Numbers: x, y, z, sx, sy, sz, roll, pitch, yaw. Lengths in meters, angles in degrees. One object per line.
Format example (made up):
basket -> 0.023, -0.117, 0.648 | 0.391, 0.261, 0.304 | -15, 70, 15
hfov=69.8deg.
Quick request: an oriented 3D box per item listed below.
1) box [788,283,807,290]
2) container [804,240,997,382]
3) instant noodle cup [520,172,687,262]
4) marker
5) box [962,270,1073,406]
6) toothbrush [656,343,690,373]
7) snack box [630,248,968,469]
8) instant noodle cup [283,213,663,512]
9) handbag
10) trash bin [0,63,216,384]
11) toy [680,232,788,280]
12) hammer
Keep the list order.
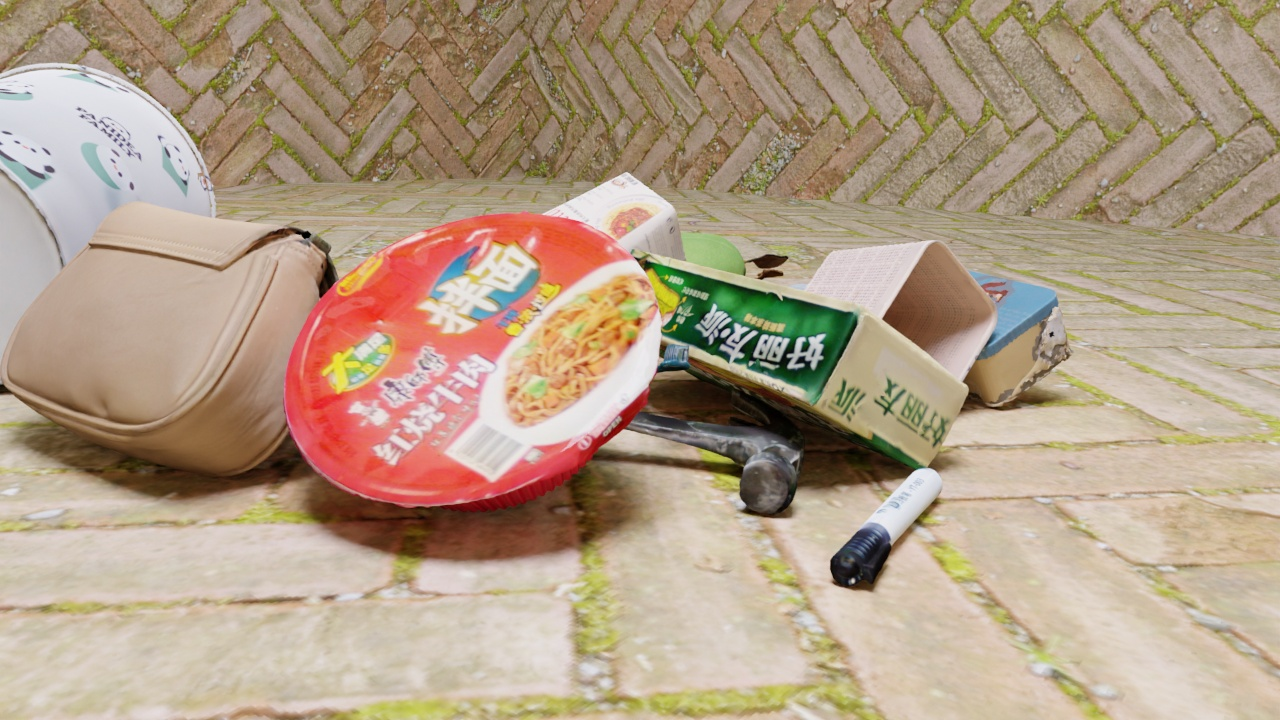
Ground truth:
box -> 0.218, -0.046, 0.916 | 0.201, 0.038, 0.157 | 9, 15, 29
container -> 0.175, -0.029, 0.666 | 0.090, 0.090, 0.111 | 41, -14, -26
instant noodle cup -> -0.033, -0.094, 0.813 | 0.124, 0.117, 0.116 | -37, 53, -15
marker -> 0.125, 0.079, 0.450 | 0.023, 0.018, 0.130 | 20, 22, 29
box -> 0.246, -0.028, 0.740 | 0.089, 0.059, 0.184 | -34, 28, -15
toothbrush -> -0.004, 0.004, 0.627 | 0.016, 0.018, 0.192 | 10, -6, -18
snack box -> 0.081, -0.008, 0.602 | 0.114, 0.063, 0.240 | 29, -4, -35
instant noodle cup -> -0.081, 0.009, 0.481 | 0.194, 0.066, 0.193 | -6, 49, 6
handbag -> -0.266, -0.014, 0.533 | 0.205, 0.147, 0.100 | 13, -19, 31
trash bin -> -0.484, -0.103, 0.708 | 0.229, 0.230, 0.251 | 0, 20, -9
toy -> 0.027, -0.084, 0.934 | 0.247, 0.090, 0.226 | 0, 20, 15
hammer -> -0.062, 0.025, 0.556 | 0.323, 0.032, 0.126 | 11, 14, 12
